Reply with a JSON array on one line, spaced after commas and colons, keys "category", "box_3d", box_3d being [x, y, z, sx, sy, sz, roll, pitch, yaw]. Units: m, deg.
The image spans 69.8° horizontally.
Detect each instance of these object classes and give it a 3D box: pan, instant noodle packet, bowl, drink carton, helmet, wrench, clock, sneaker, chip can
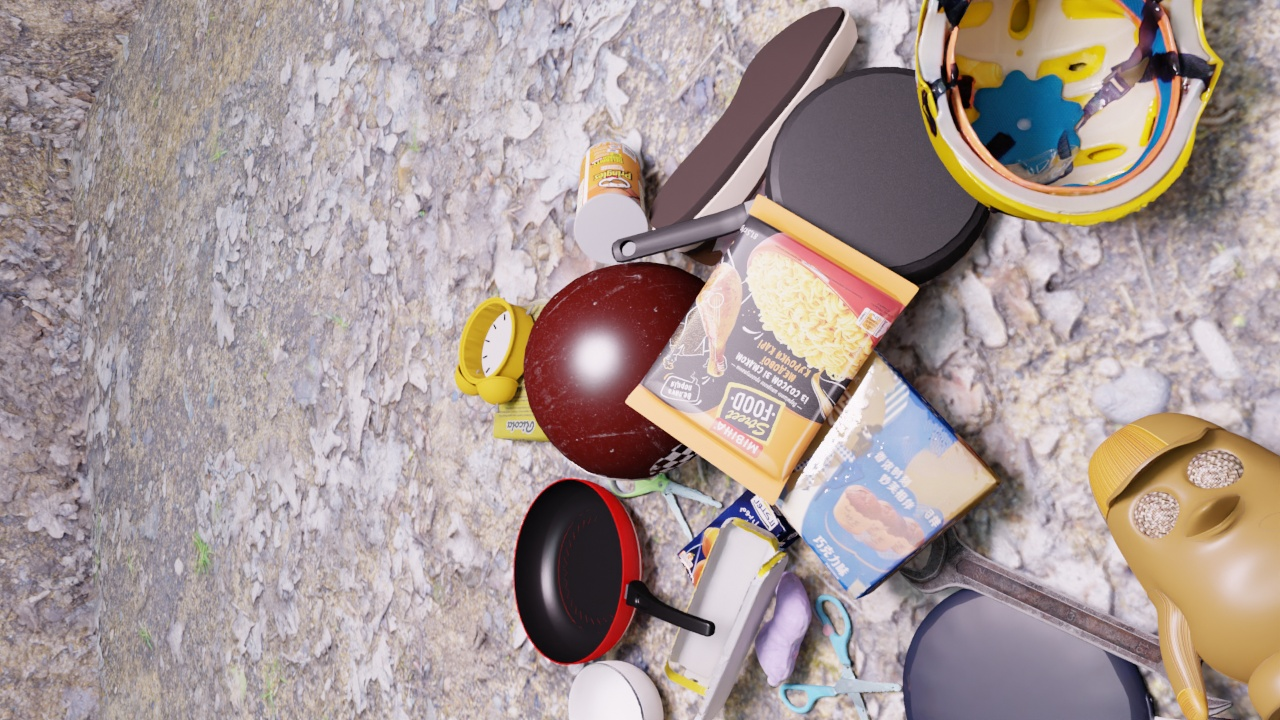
[{"category": "pan", "box_3d": [-0.029, 0.246, 1.007, 0.357, 0.067, 0.209, 5, 85, 50]}, {"category": "instant noodle packet", "box_3d": [0.109, -0.011, 0.794, 0.160, 0.032, 0.221, 34, 95, 18]}, {"category": "pan", "box_3d": [0.363, 0.271, 0.692, 0.357, 0.021, 0.198, -9, 77, 41]}, {"category": "bowl", "box_3d": [-0.019, 0.381, 0.997, 0.114, 0.063, 0.113, -4, 84, 41]}, {"category": "drink carton", "box_3d": [0.102, 0.184, 0.934, 0.130, 0.040, 0.064, -48, 55, 27]}, {"category": "helmet", "box_3d": [0.315, -0.209, 0.721, 0.209, 0.139, 0.240, -3, 86, 6]}, {"category": "pan", "box_3d": [0.141, -0.147, 0.836, 0.356, 0.044, 0.204, -14, 82, 10]}, {"category": "wrench", "box_3d": [0.320, 0.192, 0.724, 0.274, 0.010, 0.070, 21, 80, 49]}, {"category": "clock", "box_3d": [-0.187, -0.007, 1.170, 0.114, 0.052, 0.152, 16, 88, 47]}, {"category": "sneaker", "box_3d": [0.141, -0.216, 0.937, 0.293, 0.116, 0.112, -55, 32, -2]}, {"category": "helmet", "box_3d": [-0.005, 0.005, 0.961, 0.234, 0.253, 0.233, -29, 73, 27]}, {"category": "chip can", "box_3d": [-0.033, -0.181, 1.019, 0.075, 0.075, 0.214, -55, 17, 22]}]

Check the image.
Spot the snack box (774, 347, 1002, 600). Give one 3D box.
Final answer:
[{"category": "snack box", "box_3d": [0.185, 0.079, 0.808, 0.155, 0.069, 0.202, -44, 67, 13]}]

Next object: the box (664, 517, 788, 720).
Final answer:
[{"category": "box", "box_3d": [0.073, 0.255, 0.899, 0.080, 0.079, 0.210, 32, 118, 27]}]

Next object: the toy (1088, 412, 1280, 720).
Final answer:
[{"category": "toy", "box_3d": [0.390, 0.115, 0.608, 0.199, 0.162, 0.203, -41, 45, 11]}]

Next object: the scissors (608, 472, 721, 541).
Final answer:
[{"category": "scissors", "box_3d": [0.022, 0.145, 1.036, 0.139, 0.028, 0.170, -47, 50, 24]}]

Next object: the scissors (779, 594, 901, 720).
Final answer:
[{"category": "scissors", "box_3d": [0.178, 0.296, 0.866, 0.136, 0.015, 0.135, -40, 53, 34]}]

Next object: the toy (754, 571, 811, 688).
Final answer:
[{"category": "toy", "box_3d": [0.138, 0.256, 0.886, 0.080, 0.036, 0.100, -101, 25, -62]}]

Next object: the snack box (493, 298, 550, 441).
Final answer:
[{"category": "snack box", "box_3d": [-0.131, 0.014, 1.176, 0.121, 0.045, 0.180, -5, 77, 45]}]
